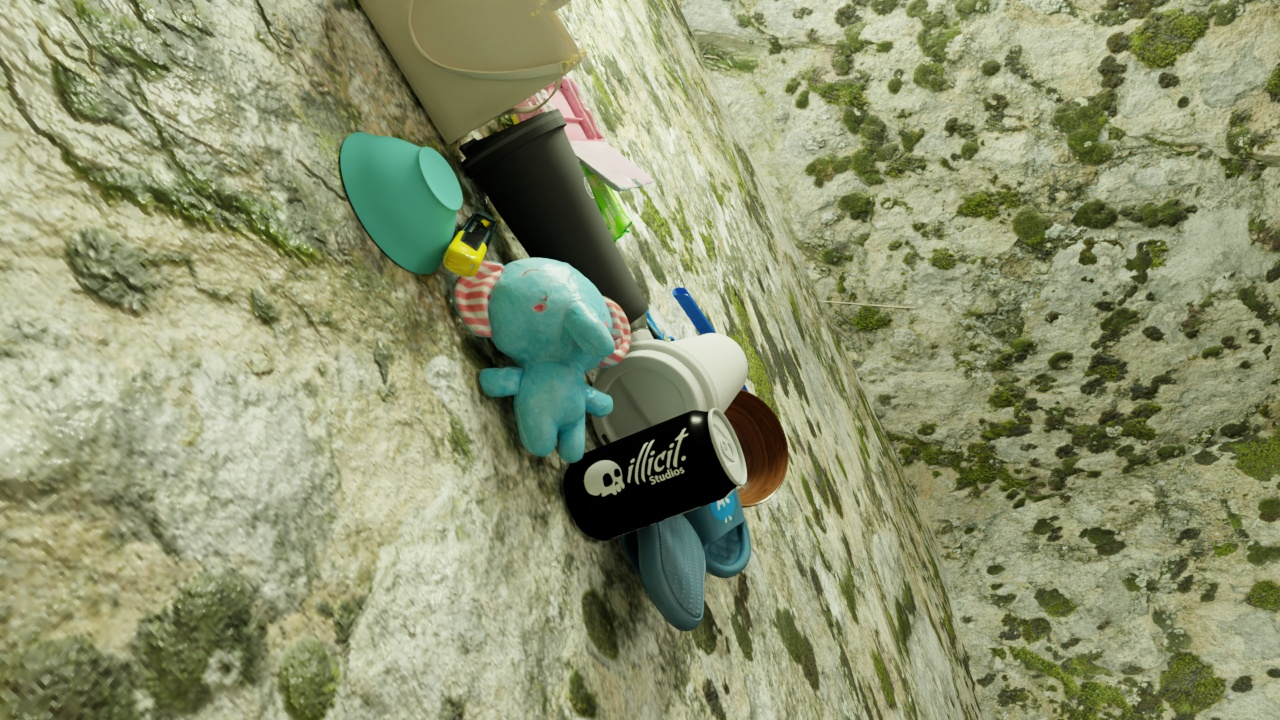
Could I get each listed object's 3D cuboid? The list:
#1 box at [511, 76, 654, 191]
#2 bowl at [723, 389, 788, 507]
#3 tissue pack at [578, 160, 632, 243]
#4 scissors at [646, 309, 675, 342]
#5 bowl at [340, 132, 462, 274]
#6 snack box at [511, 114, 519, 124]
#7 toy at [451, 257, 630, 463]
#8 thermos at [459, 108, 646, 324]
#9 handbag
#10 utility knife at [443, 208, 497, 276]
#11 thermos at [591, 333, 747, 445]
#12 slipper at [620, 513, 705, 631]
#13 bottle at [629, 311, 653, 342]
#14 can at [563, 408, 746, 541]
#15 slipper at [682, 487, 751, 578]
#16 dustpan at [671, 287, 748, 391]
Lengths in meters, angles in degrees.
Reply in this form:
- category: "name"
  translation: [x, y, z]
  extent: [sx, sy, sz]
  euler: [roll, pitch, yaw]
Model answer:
- category: "box"
  translation: [-0.070, -0.256, 1.061]
  extent: [0.180, 0.051, 0.232]
  euler: [50, 16, -2]
- category: "bowl"
  translation: [0.104, 0.113, 1.138]
  extent: [0.147, 0.069, 0.147]
  euler: [9, 70, -25]
- category: "tissue pack"
  translation: [-0.053, -0.202, 1.162]
  extent: [0.114, 0.034, 0.099]
  euler: [61, 21, -13]
- category: "scissors"
  translation: [0.028, -0.019, 1.209]
  extent: [0.132, 0.020, 0.097]
  euler: [49, 22, -46]
- category: "bowl"
  translation: [-0.174, -0.132, 0.717]
  extent: [0.121, 0.046, 0.121]
  euler: [54, 22, -35]
- category: "snack box"
  translation: [-0.097, -0.209, 1.037]
  extent: [0.075, 0.025, 0.152]
  euler: [31, 34, -61]
- category: "toy"
  translation: [-0.070, -0.008, 0.772]
  extent: [0.183, 0.115, 0.180]
  euler: [16, 56, -41]
- category: "thermos"
  translation: [-0.076, -0.127, 0.878]
  extent: [0.218, 0.106, 0.105]
  euler: [61, 19, -11]
- category: "handbag"
  translation: [-0.130, -0.320, 0.819]
  extent: [0.194, 0.198, 0.101]
  euler: [59, 20, -21]
- category: "utility knife"
  translation: [-0.141, -0.106, 0.781]
  extent: [0.029, 0.020, 0.186]
  euler: [25, 17, -12]
- category: "thermos"
  translation: [0.044, 0.029, 0.969]
  extent: [0.131, 0.132, 0.221]
  euler: [66, 25, -2]
- category: "slipper"
  translation: [0.016, 0.181, 0.863]
  extent: [0.104, 0.059, 0.213]
  euler: [53, 9, -13]
- category: "bottle"
  translation: [-0.030, -0.056, 0.983]
  extent: [0.108, 0.060, 0.060]
  euler: [61, 16, 17]
- category: "can"
  translation: [0.012, 0.100, 0.802]
  extent: [0.080, 0.146, 0.080]
  euler: [54, 23, -35]
- category: "slipper"
  translation: [0.070, 0.137, 1.028]
  extent: [0.103, 0.059, 0.213]
  euler: [-11, 73, -50]
- category: "dustpan"
  translation: [0.103, 0.014, 1.253]
  extent: [0.257, 0.059, 0.245]
  euler: [53, 9, -23]
